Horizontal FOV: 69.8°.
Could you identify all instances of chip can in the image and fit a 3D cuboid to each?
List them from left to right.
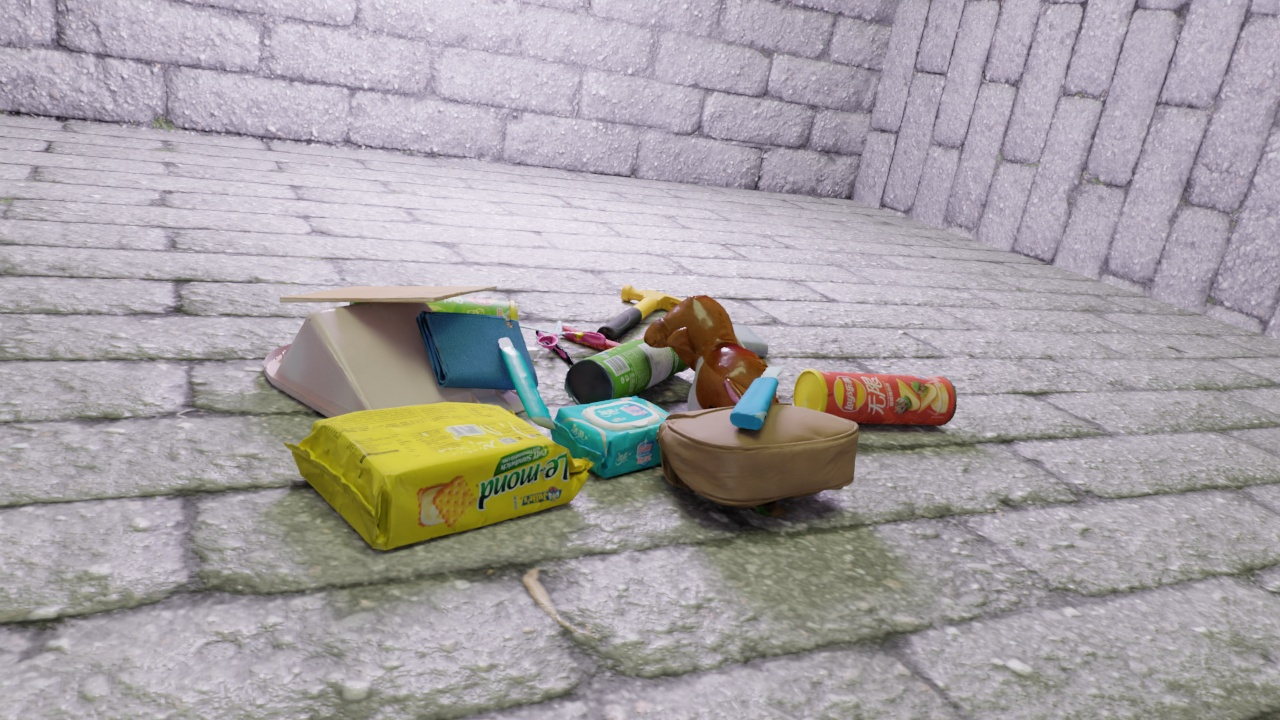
[{"bbox_3d":[-0.280,-0.056,1.244,0.221,0.073,0.072,4,19,-16],"label":"chip can"},{"bbox_3d":[-0.007,0.007,1.194,0.072,0.072,0.235,18,20,24],"label":"chip can"},{"bbox_3d":[0.315,0.052,1.227,0.216,0.073,0.073,4,19,-20],"label":"chip can"}]

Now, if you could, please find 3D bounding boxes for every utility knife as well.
[{"bbox_3d":[-0.131,0.022,1.023,0.029,0.013,0.176,7,32,-29],"label":"utility knife"},{"bbox_3d":[0.130,0.032,0.972,0.034,0.018,0.218,2,15,16],"label":"utility knife"}]

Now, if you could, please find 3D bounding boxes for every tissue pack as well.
[{"bbox_3d":[-0.026,0.080,0.999,0.133,0.050,0.093,-9,27,-43],"label":"tissue pack"}]

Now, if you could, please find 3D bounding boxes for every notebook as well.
[{"bbox_3d":[-0.297,-0.080,1.092,0.208,0.008,0.147,1,10,20],"label":"notebook"}]

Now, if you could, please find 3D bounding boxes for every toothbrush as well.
[{"bbox_3d":[-0.223,-0.010,1.230,0.180,0.016,0.016,0,18,-20],"label":"toothbrush"},{"bbox_3d":[-0.109,-0.010,1.289,0.017,0.014,0.189,10,15,-32],"label":"toothbrush"}]

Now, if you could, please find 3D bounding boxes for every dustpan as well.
[{"bbox_3d":[-0.300,0.030,1.079,0.273,0.139,0.222,49,32,19],"label":"dustpan"}]

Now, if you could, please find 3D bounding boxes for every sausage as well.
[{"bbox_3d":[-0.060,-0.025,1.347,0.156,0.020,0.020,19,20,26],"label":"sausage"}]

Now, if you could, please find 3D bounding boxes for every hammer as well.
[{"bbox_3d":[-0.009,-0.074,1.499,0.129,0.033,0.300,13,18,14],"label":"hammer"}]

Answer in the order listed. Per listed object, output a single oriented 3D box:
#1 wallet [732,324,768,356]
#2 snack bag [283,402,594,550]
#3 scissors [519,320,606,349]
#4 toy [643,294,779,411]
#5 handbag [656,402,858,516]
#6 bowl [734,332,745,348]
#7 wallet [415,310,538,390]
[{"bbox_3d":[0.127,-0.041,1.463,0.129,0.037,0.106,5,20,-15],"label":"wallet"},{"bbox_3d":[-0.181,0.093,0.857,0.245,0.068,0.158,-6,24,-43],"label":"snack bag"},{"bbox_3d":[-0.116,-0.037,1.315,0.133,0.017,0.133,10,19,0],"label":"scissors"},{"bbox_3d":[0.092,0.014,1.126,0.140,0.131,0.199,11,29,-52],"label":"toy"},{"bbox_3d":[0.122,0.100,0.954,0.204,0.100,0.148,-2,14,-32],"label":"handbag"},{"bbox_3d":[0.108,0.004,1.250,0.064,0.118,0.118,-31,26,-4],"label":"bowl"},{"bbox_3d":[-0.190,-0.011,1.074,0.132,0.040,0.106,5,52,-46],"label":"wallet"}]
